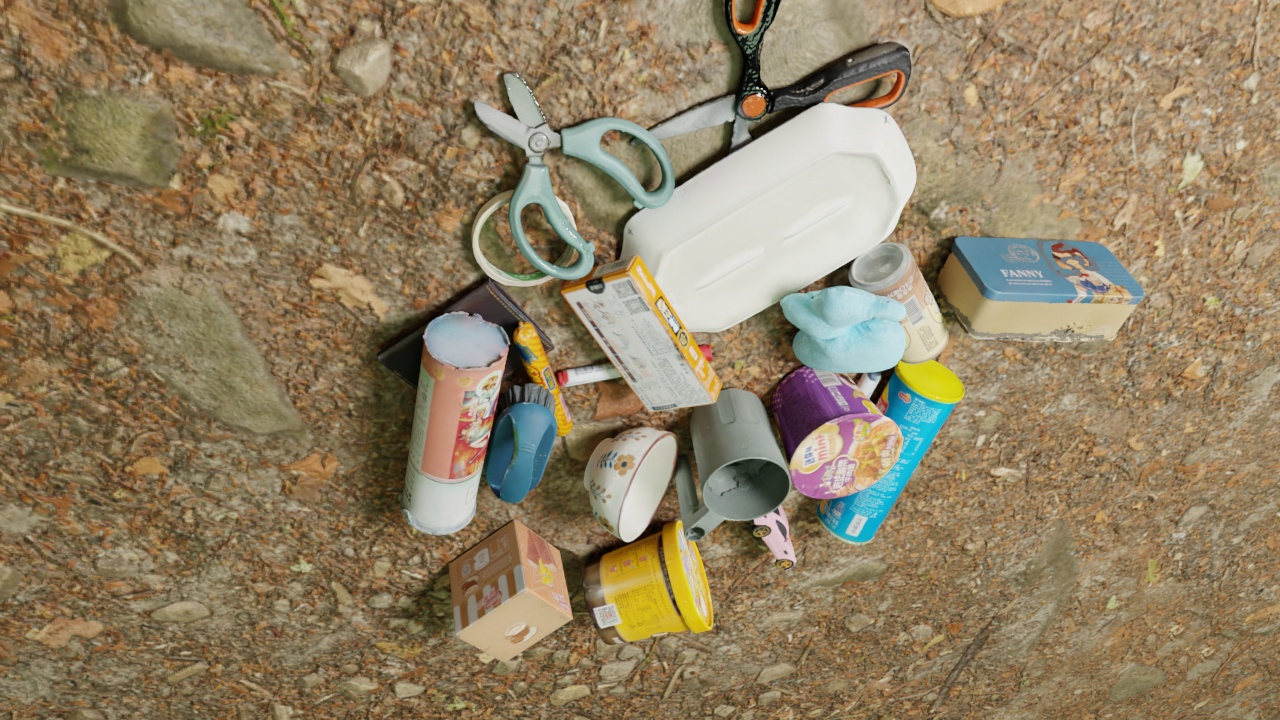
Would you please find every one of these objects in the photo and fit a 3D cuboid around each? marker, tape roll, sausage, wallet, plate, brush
[{"bbox_3d":[0.219,0.060,0.957,0.022,0.018,0.131,1,128,-27],"label":"marker"},{"bbox_3d":[-0.094,-0.099,0.746,0.085,0.014,0.086,-8,129,-10],"label":"tape roll"},{"bbox_3d":[-0.086,0.020,0.823,0.021,0.021,0.165,-18,140,-2],"label":"sausage"},{"bbox_3d":[-0.150,-0.009,0.799,0.122,0.020,0.096,-32,131,12],"label":"wallet"},{"bbox_3d":[0.108,-0.104,0.771,0.266,0.034,0.162,-28,133,14],"label":"plate"},{"bbox_3d":[-0.005,0.005,0.851,0.145,0.017,0.017,-10,129,-7],"label":"marker"},{"bbox_3d":[-0.110,0.085,0.832,0.055,0.073,0.144,10,140,-11],"label":"brush"}]

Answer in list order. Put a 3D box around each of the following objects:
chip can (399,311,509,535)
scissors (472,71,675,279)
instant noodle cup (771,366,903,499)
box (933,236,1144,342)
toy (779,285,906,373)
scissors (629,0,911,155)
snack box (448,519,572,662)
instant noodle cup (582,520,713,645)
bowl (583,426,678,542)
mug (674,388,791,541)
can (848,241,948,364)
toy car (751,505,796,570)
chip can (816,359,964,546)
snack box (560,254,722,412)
[{"bbox_3d":[-0.165,0.059,0.799,0.071,0.071,0.215,3,133,-18],"label":"chip can"},{"bbox_3d":[-0.044,-0.153,0.705,0.172,0.019,0.177,-23,119,-3],"label":"scissors"},{"bbox_3d":[0.183,0.064,0.897,0.111,0.099,0.112,-8,128,-10],"label":"instant noodle cup"},{"bbox_3d":[0.362,-0.066,0.851,0.184,0.089,0.062,0,133,-17],"label":"box"},{"bbox_3d":[0.185,-0.024,0.823,0.156,0.049,0.162,26,158,-29],"label":"toy"},{"bbox_3d":[0.101,-0.215,0.708,0.221,0.021,0.234,-3,129,-7],"label":"scissors"},{"bbox_3d":[-0.135,0.238,0.949,0.093,0.094,0.077,-35,129,12],"label":"snack box"},{"bbox_3d":[0.007,0.245,0.985,0.114,0.118,0.118,-19,130,9],"label":"instant noodle cup"},{"bbox_3d":[-0.015,0.112,0.892,0.062,0.113,0.114,21,131,22],"label":"bowl"},{"bbox_3d":[0.080,0.101,0.892,0.083,0.103,0.124,32,118,-28],"label":"mug"},{"bbox_3d":[0.240,-0.052,0.847,0.058,0.058,0.116,-33,129,11],"label":"can"},{"bbox_3d":[0.146,0.183,1.010,0.037,0.056,0.122,-24,131,12],"label":"toy car"},{"bbox_3d":[0.258,0.098,0.963,0.071,0.071,0.211,6,126,-20],"label":"chip can"},{"bbox_3d":[0.003,-0.018,0.793,0.075,0.026,0.154,-11,128,36],"label":"snack box"}]
